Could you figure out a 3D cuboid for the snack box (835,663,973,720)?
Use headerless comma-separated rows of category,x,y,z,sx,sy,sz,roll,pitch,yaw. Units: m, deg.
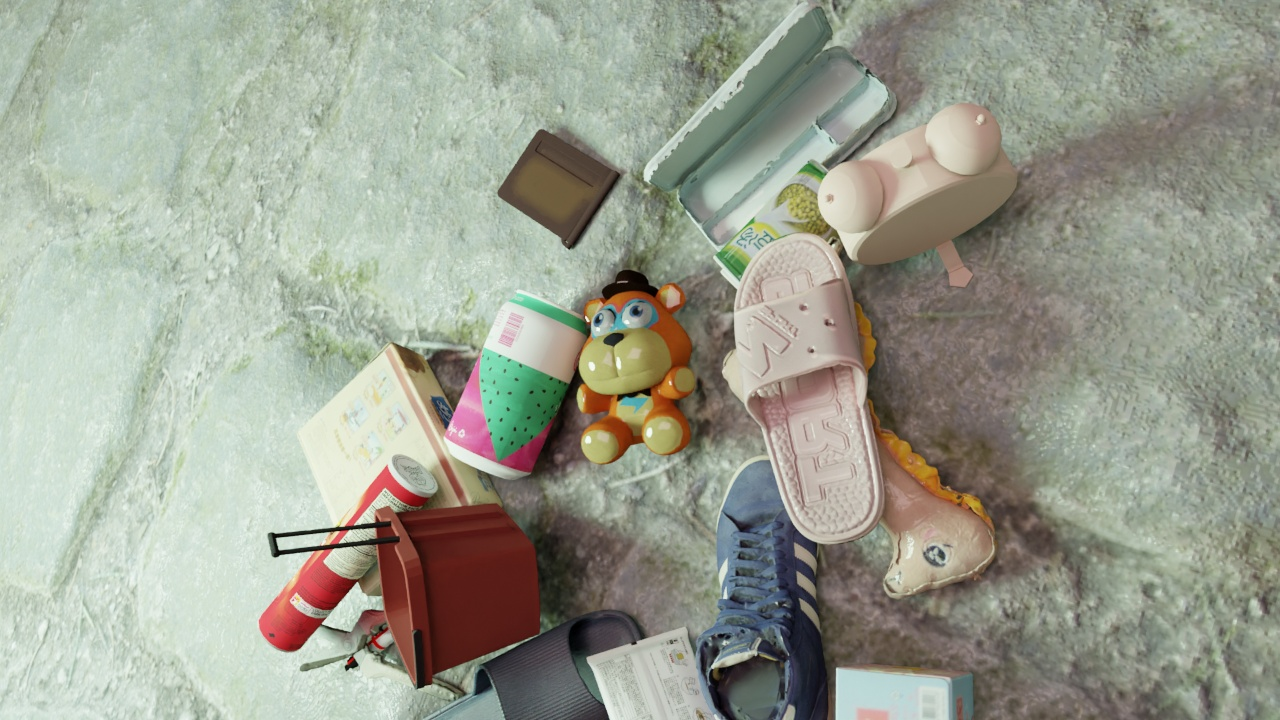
snack box,0.183,0.260,0.631,0.080,0.094,0.093,-4,74,28

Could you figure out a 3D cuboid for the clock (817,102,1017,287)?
clock,0.212,-0.115,0.684,0.131,0.160,0.086,-26,65,19

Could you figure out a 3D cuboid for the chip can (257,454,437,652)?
chip can,-0.278,0.183,0.865,0.215,0.051,0.052,-49,59,10

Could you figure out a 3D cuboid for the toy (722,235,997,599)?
toy,0.182,0.044,0.713,0.264,0.065,0.196,42,102,30

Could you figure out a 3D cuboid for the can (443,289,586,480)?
can,-0.115,0.023,0.865,0.088,0.088,0.166,21,87,31

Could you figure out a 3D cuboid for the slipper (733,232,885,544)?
slipper,0.121,0.016,0.680,0.094,0.064,0.239,-14,75,17

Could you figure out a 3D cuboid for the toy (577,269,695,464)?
toy,-0.004,0.005,0.815,0.112,0.096,0.175,-13,59,22

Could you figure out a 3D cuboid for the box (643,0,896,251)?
box,0.116,-0.192,0.809,0.211,0.129,0.105,-45,73,17

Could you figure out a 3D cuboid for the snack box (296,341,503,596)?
snack box,-0.249,0.109,0.932,0.153,0.055,0.207,-41,62,13

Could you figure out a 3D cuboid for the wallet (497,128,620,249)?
wallet,-0.087,-0.179,0.951,0.115,0.018,0.091,36,94,30

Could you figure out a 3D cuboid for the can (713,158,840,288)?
can,0.126,-0.105,0.784,0.121,0.067,0.067,-45,60,10

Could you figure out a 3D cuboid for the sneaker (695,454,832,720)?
sneaker,0.083,0.177,0.695,0.092,0.118,0.232,-12,70,25

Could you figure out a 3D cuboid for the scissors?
scissors,-0.244,0.276,0.886,0.179,0.015,0.197,44,102,17

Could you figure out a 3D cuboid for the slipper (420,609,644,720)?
slipper,-0.113,0.302,0.778,0.264,0.082,0.101,-33,63,8

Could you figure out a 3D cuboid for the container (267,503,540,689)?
container,-0.199,0.192,0.773,0.148,0.200,0.127,-154,60,-61

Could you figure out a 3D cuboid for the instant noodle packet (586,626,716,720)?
instant noodle packet,0.017,0.276,0.718,0.087,0.026,0.134,-14,43,-12

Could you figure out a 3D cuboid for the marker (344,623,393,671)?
marker,-0.243,0.265,0.906,0.146,0.019,0.019,-40,61,13
